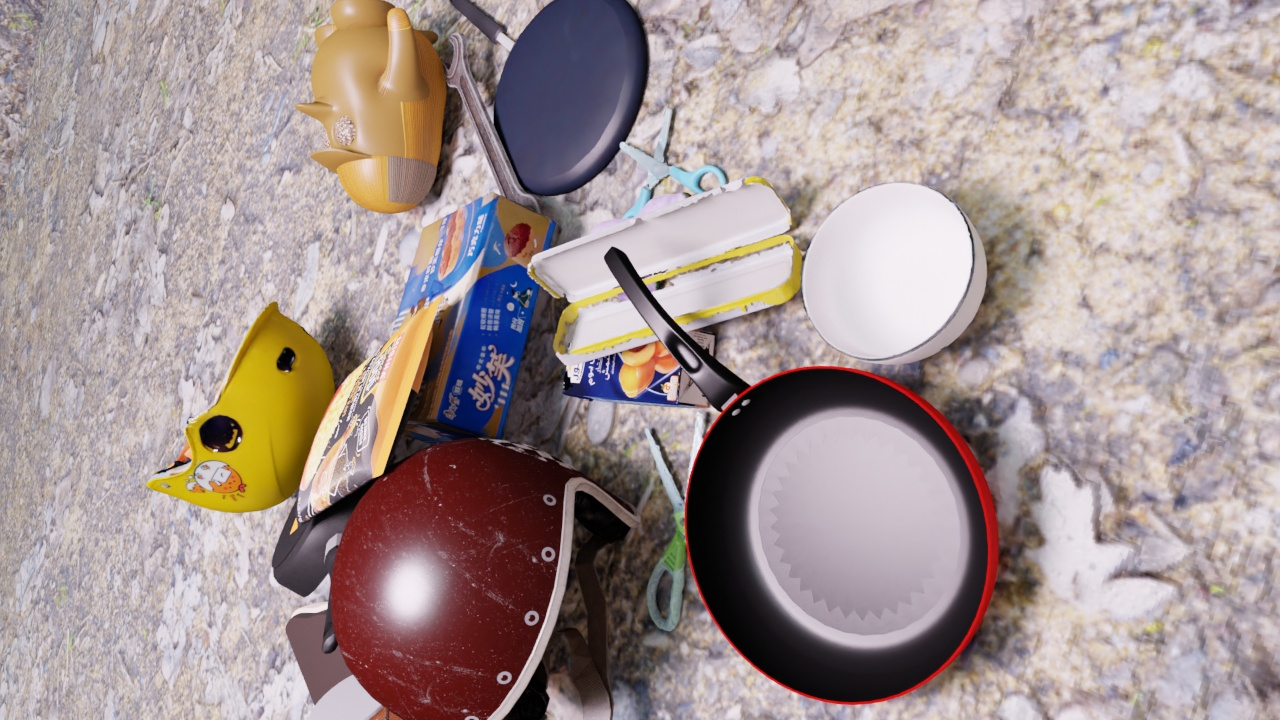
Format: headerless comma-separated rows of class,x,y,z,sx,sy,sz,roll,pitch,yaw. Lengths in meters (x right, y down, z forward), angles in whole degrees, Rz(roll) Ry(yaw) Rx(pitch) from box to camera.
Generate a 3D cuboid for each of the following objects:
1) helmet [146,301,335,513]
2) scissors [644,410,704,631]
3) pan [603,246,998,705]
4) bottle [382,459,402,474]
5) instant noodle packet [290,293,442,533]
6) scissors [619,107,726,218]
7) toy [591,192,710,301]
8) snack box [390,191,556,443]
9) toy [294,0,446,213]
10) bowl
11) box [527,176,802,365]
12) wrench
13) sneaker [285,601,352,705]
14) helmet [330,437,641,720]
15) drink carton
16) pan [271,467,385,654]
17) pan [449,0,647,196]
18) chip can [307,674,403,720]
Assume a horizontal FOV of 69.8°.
helmet,-0.411,0.068,1.020,0.240,0.139,0.209,-51,17,17
scissors,0.042,0.124,0.702,0.139,0.028,0.170,1,88,44
pan,0.084,0.054,0.617,0.209,0.067,0.356,-48,61,27
bottle,-0.187,0.125,0.882,0.174,0.046,0.083,-25,67,36
instant noodle packet,-0.237,0.050,0.782,0.221,0.032,0.159,-30,41,48
scissors,0.021,-0.144,0.766,0.136,0.015,0.135,16,99,41
toy,0.008,-0.089,0.745,0.100,0.036,0.080,-15,105,25
snack box,-0.164,-0.032,0.827,0.155,0.069,0.202,-8,65,55
toy,-0.280,-0.255,0.966,0.199,0.162,0.203,-6,89,57
bowl,0.166,-0.050,0.583,0.114,0.063,0.113,-11,72,38
box,0.014,-0.057,0.687,0.210,0.079,0.080,-15,58,27
wrench,-0.146,-0.211,0.900,0.070,0.010,0.273,-47,59,47
sneaker,-0.262,0.270,0.904,0.295,0.116,0.111,-38,74,52
helmet,-0.107,0.183,0.705,0.234,0.253,0.233,25,91,50
drink carton,-0.004,0.004,0.743,0.130,0.040,0.064,3,84,42
pan,-0.292,0.159,0.862,0.204,0.044,0.355,-58,21,7
pan,-0.117,-0.301,0.910,0.356,0.021,0.199,48,114,37
chip can,-0.186,0.359,0.748,0.075,0.075,0.215,-7,113,41
